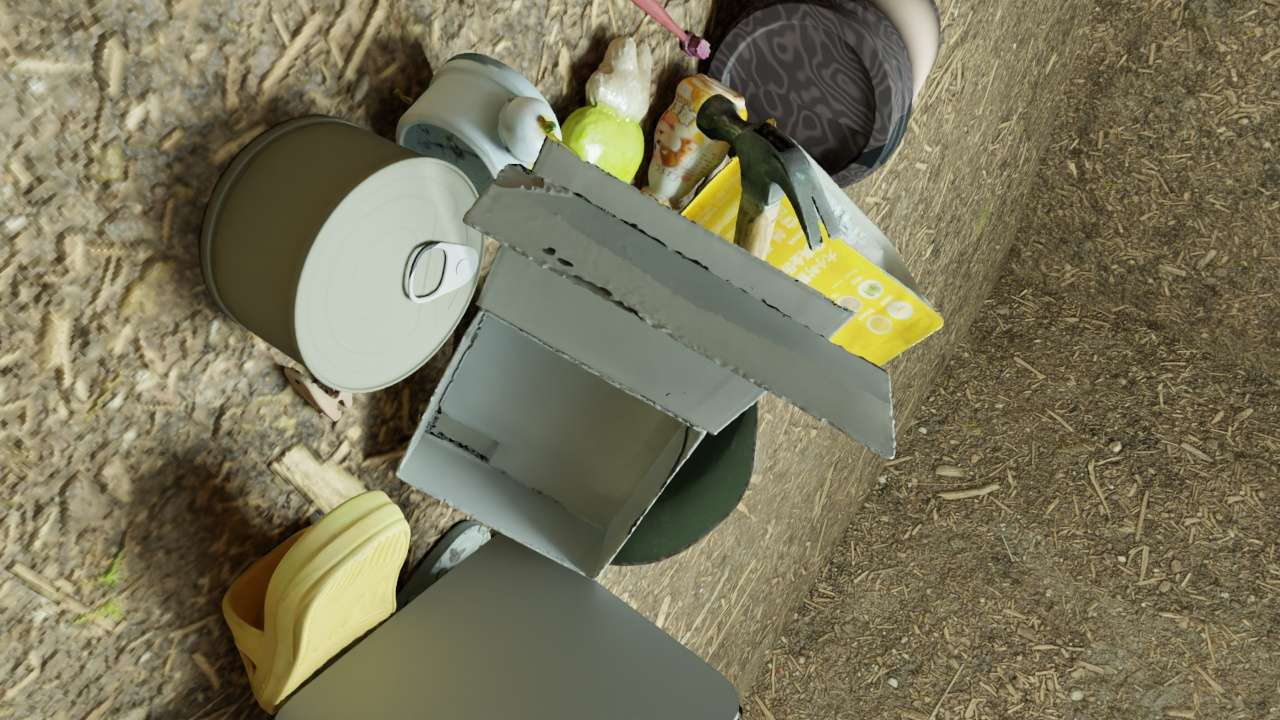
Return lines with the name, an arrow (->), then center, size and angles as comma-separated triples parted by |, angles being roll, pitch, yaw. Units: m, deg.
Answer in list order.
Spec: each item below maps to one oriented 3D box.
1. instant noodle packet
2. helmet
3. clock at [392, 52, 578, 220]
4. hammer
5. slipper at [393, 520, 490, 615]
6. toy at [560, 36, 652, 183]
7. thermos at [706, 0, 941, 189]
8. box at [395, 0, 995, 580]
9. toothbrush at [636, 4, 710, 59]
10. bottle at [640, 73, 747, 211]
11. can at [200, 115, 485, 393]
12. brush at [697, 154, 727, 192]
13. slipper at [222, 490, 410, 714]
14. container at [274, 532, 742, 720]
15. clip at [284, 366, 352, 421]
instant noodle packet -> 0.130, -0.071, 0.797 | 0.163, 0.221, 0.084 | -42, -173, 46
helmet -> -0.004, 0.004, 0.708 | 0.268, 0.227, 0.153 | -65, 175, 31
clock -> -0.078, -0.118, 0.509 | 0.056, 0.118, 0.083 | -57, 157, -30
hammer -> 0.080, -0.040, 0.750 | 0.033, 0.132, 0.331 | -28, 145, -28
slipper -> -0.198, 0.251, 0.738 | 0.268, 0.055, 0.098 | -57, 154, -16
toy -> -0.023, -0.172, 0.658 | 0.092, 0.043, 0.118 | -7, 118, -59
thermos -> 0.180, -0.266, 0.829 | 0.225, 0.173, 0.173 | -48, 153, -46
box -> -0.007, -0.019, 0.519 | 0.420, 0.166, 0.108 | -55, -170, 45
toothbrush -> 0.011, -0.257, 0.667 | 0.189, 0.016, 0.016 | 6, 110, -65
bottle -> 0.040, -0.177, 0.756 | 0.063, 0.063, 0.109 | -15, 138, -59
can -> -0.151, -0.056, 0.479 | 0.127, 0.073, 0.128 | -45, 151, -34
brush -> 0.074, -0.172, 0.890 | 0.049, 0.015, 0.136 | -20, 132, -59
slipper -> -0.206, 0.144, 0.567 | 0.099, 0.078, 0.264 | -40, 170, -39
container -> -0.087, 0.310, 0.647 | 0.246, 0.246, 0.244 | -36, 145, -38
clip -> -0.184, 0.009, 0.547 | 0.045, 0.025, 0.061 | -52, 162, -19
